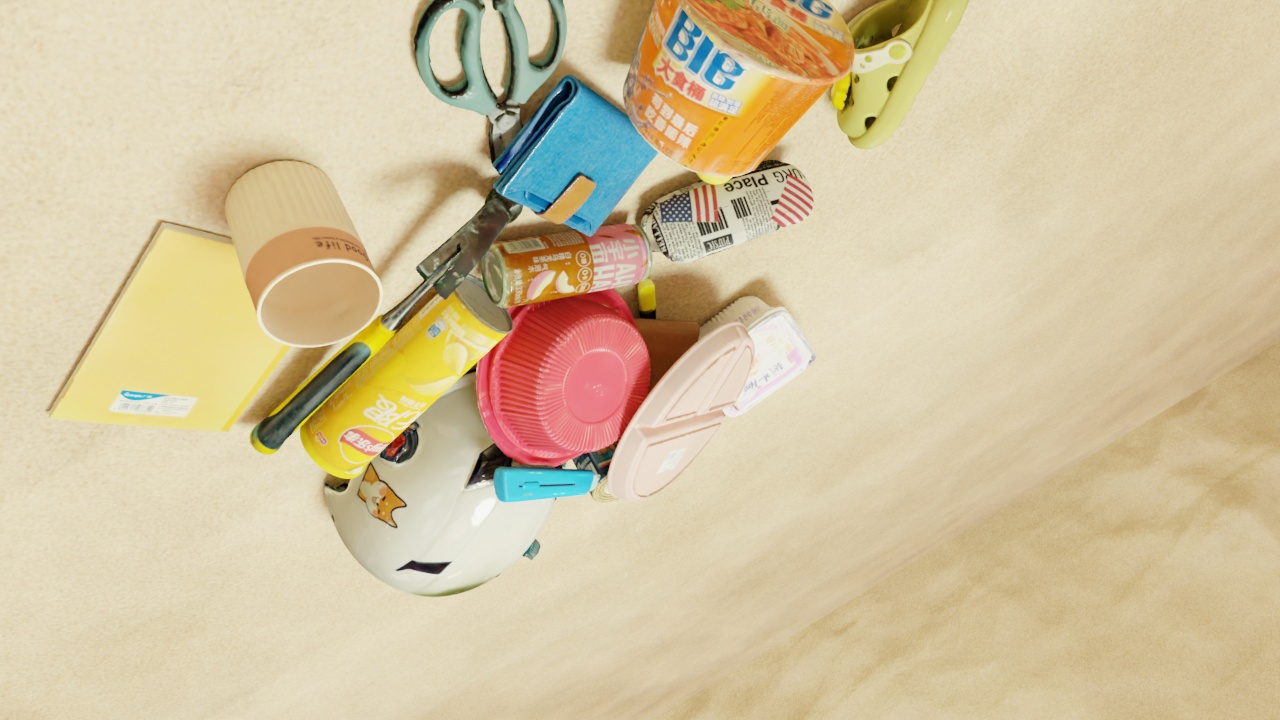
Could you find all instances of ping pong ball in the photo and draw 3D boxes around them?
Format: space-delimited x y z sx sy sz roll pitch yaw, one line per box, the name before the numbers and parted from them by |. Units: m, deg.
ping pong ball | 0.068 -0.178 0.820 0.040 0.040 0.040 -23 149 -15

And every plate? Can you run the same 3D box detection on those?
plate | 0.050 0.060 0.973 0.229 0.028 0.230 -45 159 -23

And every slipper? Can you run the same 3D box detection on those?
slipper | 0.211 -0.271 0.789 0.081 0.091 0.191 20 146 -5

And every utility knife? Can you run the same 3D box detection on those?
utility knife | -0.089 0.122 0.918 0.018 0.034 0.159 4 178 34

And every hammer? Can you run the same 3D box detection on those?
hammer | -0.222 -0.019 0.755 0.324 0.126 0.032 -38 106 23

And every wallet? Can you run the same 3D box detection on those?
wallet | -0.049 -0.159 0.735 0.106 0.040 0.133 -48 153 15
wallet | -0.006 0.006 0.980 0.131 0.031 0.108 3 109 -26

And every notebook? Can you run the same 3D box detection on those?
notebook | -0.346 -0.015 0.719 0.207 0.010 0.145 -46 147 24

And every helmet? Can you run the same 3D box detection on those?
helmet | -0.186 0.149 0.962 0.274 0.156 0.229 -41 149 16

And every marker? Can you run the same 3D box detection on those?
marker | 0.008 -0.050 0.986 0.018 0.015 0.124 -21 152 -9

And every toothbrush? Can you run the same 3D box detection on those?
toothbrush | -0.107 0.168 1.076 0.018 0.191 0.016 44 118 -14

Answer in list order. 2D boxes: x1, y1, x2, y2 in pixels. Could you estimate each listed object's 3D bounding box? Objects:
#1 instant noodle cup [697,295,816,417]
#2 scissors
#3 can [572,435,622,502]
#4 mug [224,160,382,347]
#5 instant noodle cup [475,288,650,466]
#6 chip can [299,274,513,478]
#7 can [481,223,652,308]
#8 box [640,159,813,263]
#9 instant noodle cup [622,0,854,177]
instant noodle cup | 0.126 -0.011 1.104 0.138 0.060 0.173 -36 151 9
scissors | -0.119 -0.192 0.653 0.129 0.019 0.186 -11 143 -31
can | -0.045 0.100 1.061 0.075 0.111 0.075 -23 149 -15
mug | -0.231 -0.068 0.648 0.081 0.106 0.114 -31 150 0
instant noodle cup | -0.058 0.018 0.879 0.193 0.066 0.194 -14 113 -37
chip can | -0.212 0.015 0.826 0.214 0.072 0.072 -42 149 16
can | -0.065 -0.086 0.820 0.147 0.058 0.058 -13 145 -29
box | 0.084 -0.136 0.854 0.162 0.087 0.076 -19 133 -15
instant noodle cup | 0.062 -0.214 0.668 0.151 0.151 0.112 -9 152 -33
